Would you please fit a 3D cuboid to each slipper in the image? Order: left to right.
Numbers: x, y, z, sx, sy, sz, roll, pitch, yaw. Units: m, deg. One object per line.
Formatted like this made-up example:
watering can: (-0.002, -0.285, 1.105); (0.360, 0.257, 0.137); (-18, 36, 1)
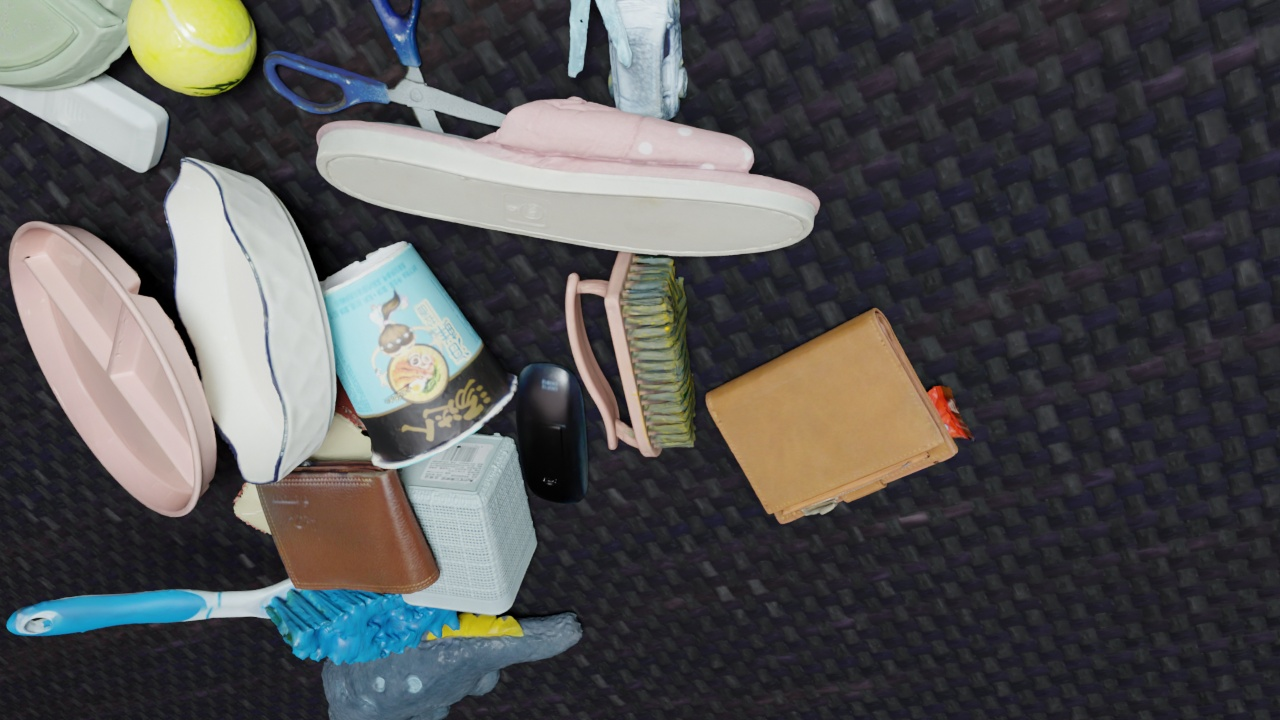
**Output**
slipper: (-0.039, -0.105, 0.505); (0.274, 0.054, 0.114); (7, 169, 1)

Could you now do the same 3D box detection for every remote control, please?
remote control: (-0.364, -0.168, 0.581); (0.125, 0.024, 0.049); (30, 126, -8)
remote control: (-0.066, 0.061, 0.677); (0.053, 0.024, 0.137); (6, 127, 9)

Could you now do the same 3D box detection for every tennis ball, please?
tennis ball: (-0.251, -0.183, 0.516); (0.065, 0.065, 0.066); (7, 127, 9)

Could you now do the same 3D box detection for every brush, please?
brush: (-0.282, 0.191, 0.695); (0.109, 0.313, 0.060); (28, 110, 40)
brush: (-0.004, 0.003, 0.595); (0.073, 0.063, 0.146); (-3, 127, 11)

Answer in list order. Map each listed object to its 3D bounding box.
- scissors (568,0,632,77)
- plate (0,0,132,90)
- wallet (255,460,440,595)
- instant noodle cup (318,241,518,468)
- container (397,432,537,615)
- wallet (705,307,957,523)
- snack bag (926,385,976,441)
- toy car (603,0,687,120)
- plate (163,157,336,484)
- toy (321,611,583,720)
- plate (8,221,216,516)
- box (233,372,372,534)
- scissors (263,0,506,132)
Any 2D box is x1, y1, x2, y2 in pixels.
scissors: (-0.037, -0.208, 0.453); (0.093, 0.017, 0.137); (10, 110, 8)
plate: (-0.377, -0.261, 0.499); (0.230, 0.027, 0.231); (6, 120, 10)
wallet: (-0.210, 0.118, 0.653); (0.125, 0.032, 0.101); (-4, 114, 23)
instant noodle cup: (-0.157, -0.008, 0.602); (0.111, 0.111, 0.120); (-18, 112, 25)
container: (-0.137, 0.119, 0.699); (0.090, 0.089, 0.112); (4, 124, 11)
wallet: (0.121, 0.041, 0.593); (0.132, 0.031, 0.108); (-30, 91, 30)
snack bag: (0.165, 0.050, 0.609); (0.104, 0.026, 0.048); (-24, 108, 28)
toy car: (0.001, -0.169, 0.483); (0.043, 0.034, 0.091); (6, 126, 13)
plate: (-0.249, -0.024, 0.584); (0.205, 0.045, 0.205); (25, 123, 46)
toy: (-0.217, 0.292, 0.856); (0.357, 0.091, 0.137); (-31, 141, 32)
plate: (-0.379, 0.007, 0.663); (0.230, 0.028, 0.230); (20, 125, 30)
box: (-0.245, 0.081, 0.704); (0.091, 0.076, 0.169); (35, 126, -13)
scissors: (-0.140, -0.166, 0.534); (0.176, 0.012, 0.163); (10, 127, 6)
